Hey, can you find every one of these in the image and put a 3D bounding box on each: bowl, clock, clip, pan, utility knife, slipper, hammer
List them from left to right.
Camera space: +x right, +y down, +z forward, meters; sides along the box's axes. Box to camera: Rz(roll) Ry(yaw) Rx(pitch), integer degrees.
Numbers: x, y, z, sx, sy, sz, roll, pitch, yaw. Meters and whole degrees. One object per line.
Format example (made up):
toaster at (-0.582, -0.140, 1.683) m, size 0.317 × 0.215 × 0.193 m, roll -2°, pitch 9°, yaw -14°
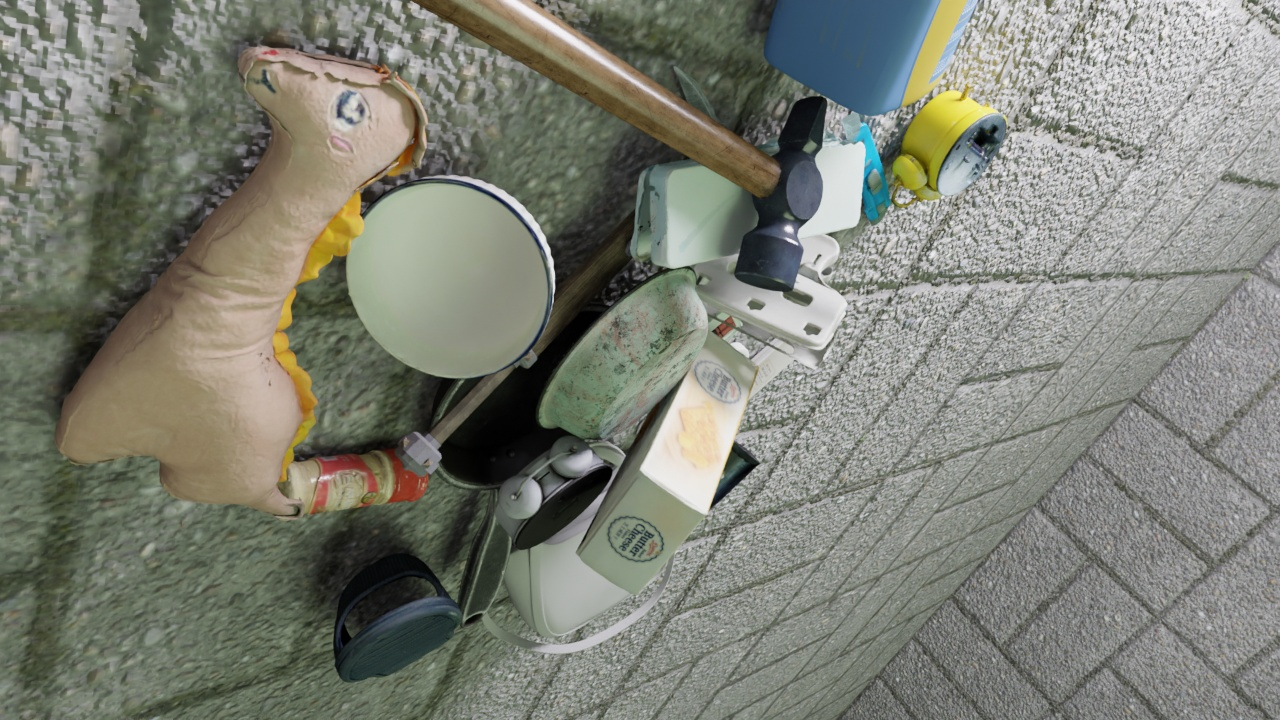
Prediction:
slipper at (-0.212, 0.214, 0.774) m, size 0.101 × 0.082 × 0.264 m, roll -28°, pitch 166°, yaw -18°
bowl at (-0.104, -0.055, 0.537) m, size 0.118 × 0.118 × 0.062 m, roll -56°, pitch -172°, yaw 24°
pan at (-0.108, 0.092, 0.747) m, size 0.186 × 0.055 × 0.358 m, roll -11°, pitch 138°, yaw -41°
clock at (-0.069, 0.099, 0.704) m, size 0.094 × 0.035 × 0.123 m, roll -38°, pitch 161°, yaw -13°
hammer at (-0.045, -0.047, 0.609) m, size 0.316 × 0.028 × 0.147 m, roll -47°, pitch 142°, yaw -14°
hammer at (-0.004, -0.148, 0.511) m, size 0.321 × 0.040 × 0.129 m, roll 19°, pitch 84°, yaw -40°
bowl at (-0.004, 0.004, 0.658) m, size 0.157 × 0.038 × 0.158 m, roll -41°, pitch 164°, yaw -15°
clip at (0.108, -0.050, 0.759) m, size 0.151 × 0.126 × 0.097 m, roll -42°, pitch 156°, yaw -54°
utility knife at (0.198, -0.166, 0.803) m, size 0.031 × 0.015 × 0.178 m, roll -48°, pitch 148°, yaw 2°
clock at (0.270, -0.183, 0.819) m, size 0.083 × 0.057 × 0.119 m, roll 7°, pitch 124°, yaw -53°

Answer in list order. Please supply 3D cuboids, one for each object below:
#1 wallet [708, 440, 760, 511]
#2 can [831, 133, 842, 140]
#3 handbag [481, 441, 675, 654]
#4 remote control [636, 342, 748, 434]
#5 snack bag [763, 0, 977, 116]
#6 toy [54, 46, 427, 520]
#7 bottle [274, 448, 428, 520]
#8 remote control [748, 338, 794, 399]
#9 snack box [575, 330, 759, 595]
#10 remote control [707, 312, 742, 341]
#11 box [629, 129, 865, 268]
wallet at (0.083, 0.127, 1.034) m, size 0.089 × 0.026 × 0.115 m, roll -44°, pitch 150°, yaw 5°
can at (0.136, -0.144, 0.744) m, size 0.080 × 0.031 × 0.031 m, roll -46°, pitch 149°, yaw 8°
handbag at (-0.059, 0.170, 0.878) m, size 0.215 × 0.095 × 0.223 m, roll -27°, pitch 137°, yaw -22°
remote control at (0.051, 0.033, 0.892) m, size 0.136 × 0.013 × 0.043 m, roll -42°, pitch 150°, yaw 1°
snack bag at (0.189, -0.266, 0.595) m, size 0.204 × 0.102 × 0.159 m, roll -32°, pitch 151°, yaw -40°
toy at (-0.187, -0.029, 0.490) m, size 0.264 × 0.065 × 0.196 m, roll -47°, pitch 139°, yaw 6°
bottle at (-0.204, 0.085, 0.643) m, size 0.109 × 0.044 × 0.044 m, roll -3°, pitch 132°, yaw -47°
remote control at (0.116, 0.016, 0.946) m, size 0.136 × 0.011 × 0.050 m, roll -41°, pitch 149°, yaw 0°
snack box at (0.027, 0.072, 0.718) m, size 0.104 × 0.057 × 0.207 m, roll -55°, pitch -177°, yaw 34°
remote control at (0.035, -0.005, 0.815) m, size 0.143 × 0.024 × 0.049 m, roll -40°, pitch 149°, yaw -2°
box at (0.081, -0.116, 0.639) m, size 0.198 × 0.066 × 0.083 m, roll -19°, pitch 142°, yaw -35°
